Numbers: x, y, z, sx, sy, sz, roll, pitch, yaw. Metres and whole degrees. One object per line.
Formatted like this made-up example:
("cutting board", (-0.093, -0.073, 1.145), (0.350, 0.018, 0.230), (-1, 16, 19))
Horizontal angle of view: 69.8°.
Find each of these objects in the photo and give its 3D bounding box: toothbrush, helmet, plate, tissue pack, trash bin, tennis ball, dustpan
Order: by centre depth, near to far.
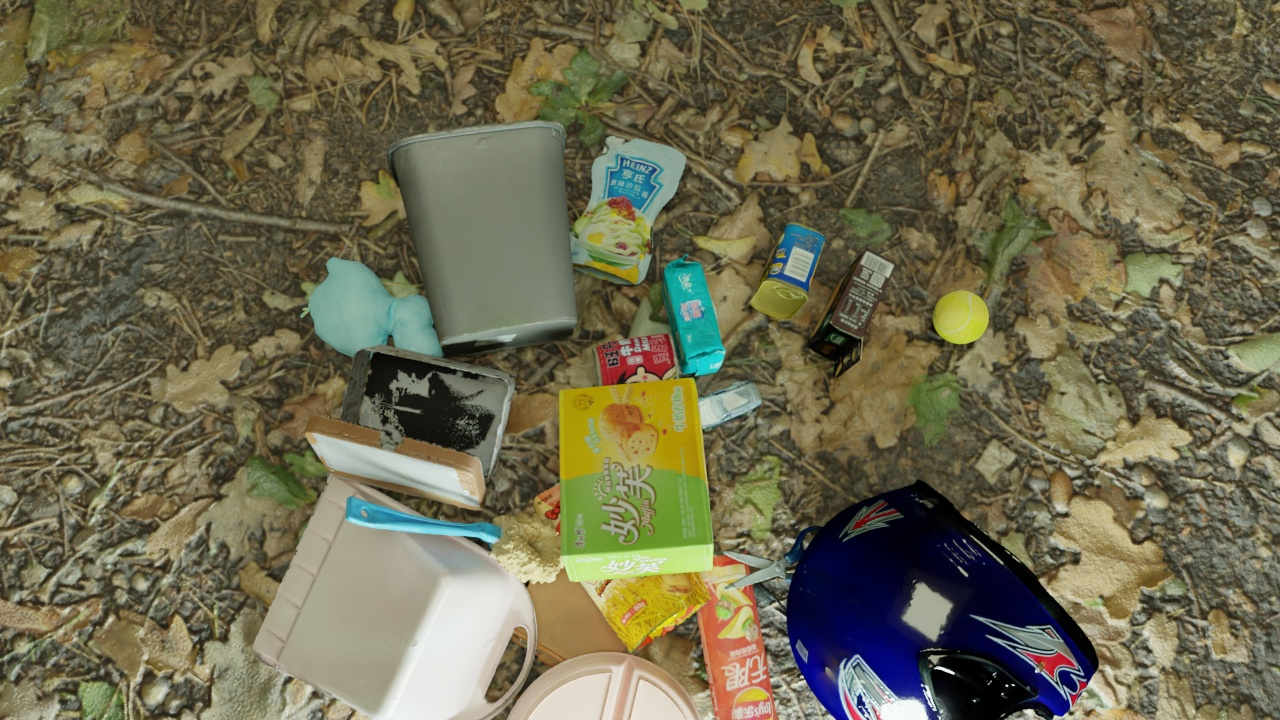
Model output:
("helmet", (0.294, 0.292, 0.955), (0.240, 0.247, 0.315), (-45, 108, 1))
("plate", (-0.038, 0.432, 0.984), (0.229, 0.028, 0.229), (0, 86, -6))
("dustpan", (-0.259, 0.282, 1.006), (0.274, 0.138, 0.222), (25, 88, 32))
("trash bin", (-0.168, -0.129, 1.040), (0.198, 0.199, 0.219), (-9, 84, -8))
("toothbrush", (0.194, 0.322, 1.049), (0.016, 0.014, 0.189), (-45, 84, -5))
("tissue pack", (0.060, -0.051, 1.083), (0.050, 0.093, 0.133), (-13, 79, -3))
("tennis ball", (0.391, -0.053, 1.121), (0.065, 0.065, 0.065), (1, 77, -4))

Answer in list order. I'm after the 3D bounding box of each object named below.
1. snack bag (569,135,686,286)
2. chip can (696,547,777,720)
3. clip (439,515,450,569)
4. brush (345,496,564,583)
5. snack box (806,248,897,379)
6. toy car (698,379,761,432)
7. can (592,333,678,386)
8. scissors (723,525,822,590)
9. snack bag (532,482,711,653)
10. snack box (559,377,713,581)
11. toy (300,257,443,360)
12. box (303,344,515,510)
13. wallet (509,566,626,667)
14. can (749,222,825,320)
("snack bag", (-0.019, -0.191, 1.138), (0.110, 0.039, 0.190), (15, 76, 11))
("chip can", (0.102, 0.320, 1.014), (0.073, 0.073, 0.216), (-9, 77, -6))
("clip", (-0.218, 0.225, 1.034), (0.071, 0.035, 0.100), (-19, 88, -9))
("brush", (-0.185, 0.179, 0.951), (0.254, 0.046, 0.083), (20, 47, -34))
("snack box", (0.247, -0.053, 1.086), (0.053, 0.113, 0.125), (28, 76, 3))
("toy car", (0.101, 0.053, 1.093), (0.090, 0.034, 0.043), (-21, 82, -7))
("can", (-0.006, 0.006, 1.078), (0.093, 0.066, 0.066), (-8, 78, -6))
("scissors", (0.164, 0.228, 1.034), (0.165, 0.012, 0.156), (44, 59, -19))
("snack bag", (-0.021, 0.209, 1.025), (0.128, 0.073, 0.207), (-31, 65, -9))
("snack box", (-0.007, 0.126, 1.001), (0.158, 0.070, 0.209), (-5, 55, 2))
("toy", (-0.316, -0.048, 1.078), (0.156, 0.050, 0.161), (-11, 86, -14))
("box", (-0.243, 0.075, 0.973), (0.183, 0.187, 0.155), (12, 92, -2))
("wallet", (-0.075, 0.293, 1.027), (0.132, 0.031, 0.107), (30, 76, 3))
("can", (0.177, -0.106, 1.100), (0.057, 0.102, 0.083), (21, 74, 1))
